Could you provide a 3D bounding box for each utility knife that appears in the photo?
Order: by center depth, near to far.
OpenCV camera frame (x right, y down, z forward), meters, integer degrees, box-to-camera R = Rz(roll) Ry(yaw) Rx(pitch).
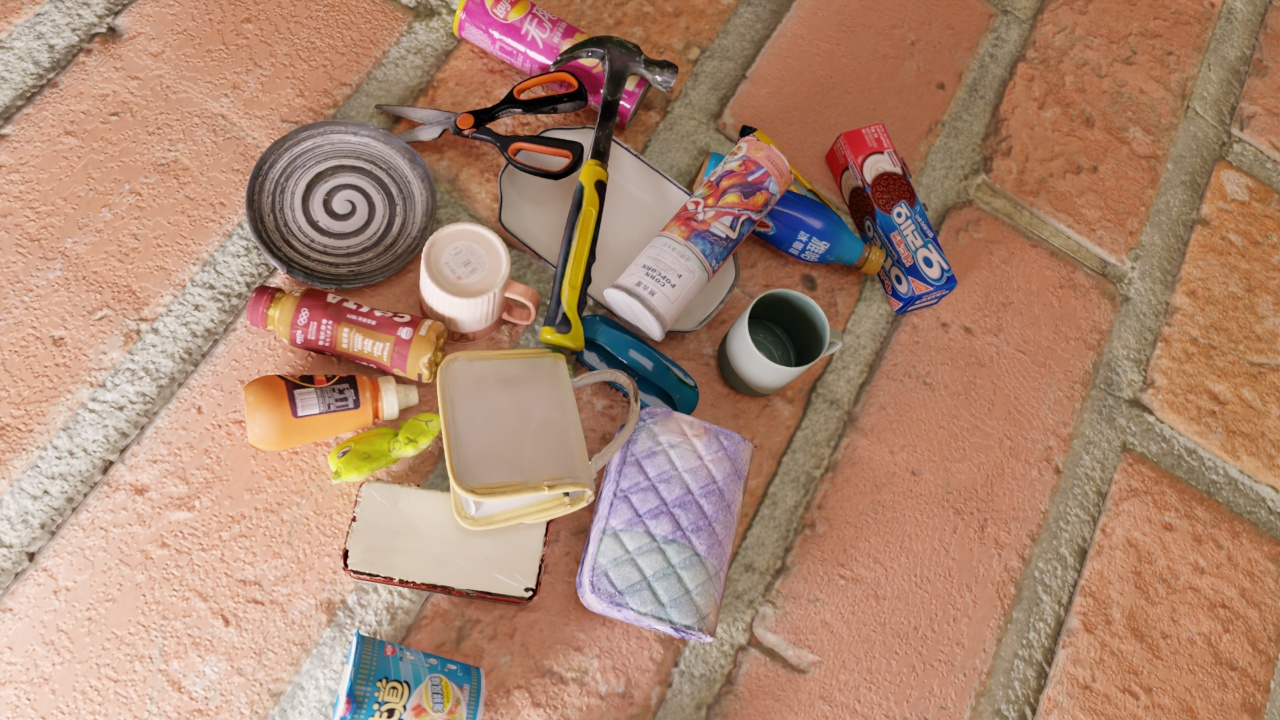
[{"bbox_3d":[0.170,-0.204,1.026,0.168,0.015,0.033,45,71,4],"label":"utility knife"}]

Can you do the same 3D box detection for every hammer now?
[{"bbox_3d":[-0.050,-0.168,0.884,0.126,0.032,0.322,17,74,-20],"label":"hammer"}]

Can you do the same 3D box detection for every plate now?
[{"bbox_3d":[-0.290,-0.150,0.895,0.179,0.024,0.179,3,72,-10],"label":"plate"},{"bbox_3d":[-0.024,-0.130,0.938,0.266,0.034,0.161,37,70,6],"label":"plate"}]

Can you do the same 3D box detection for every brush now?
[{"bbox_3d":[-0.005,0.005,0.883,0.144,0.074,0.055,36,75,1],"label":"brush"}]

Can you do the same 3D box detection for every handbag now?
[{"bbox_3d":[-0.083,0.063,0.805,0.178,0.063,0.163,-6,49,-13],"label":"handbag"},{"bbox_3d":[0.025,0.147,0.842,0.134,0.076,0.193,20,70,-9],"label":"handbag"}]

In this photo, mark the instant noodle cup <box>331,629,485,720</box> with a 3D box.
[{"bbox_3d":[-0.187,0.278,0.743,0.110,0.099,0.099,16,68,-16],"label":"instant noodle cup"}]

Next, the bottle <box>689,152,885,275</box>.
[{"bbox_3d":[0.158,-0.149,0.977,0.218,0.065,0.065,24,68,-3],"label":"bottle"}]

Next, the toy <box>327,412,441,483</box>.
[{"bbox_3d":[-0.228,0.077,0.814,0.100,0.096,0.031,-13,111,12],"label":"toy"}]

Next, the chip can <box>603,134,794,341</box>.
[{"bbox_3d":[0.059,-0.119,0.883,0.071,0.071,0.214,40,74,2],"label":"chip can"}]

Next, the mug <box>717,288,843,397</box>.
[{"bbox_3d":[0.140,-0.014,0.905,0.111,0.106,0.082,-1,71,-13],"label":"mug"}]

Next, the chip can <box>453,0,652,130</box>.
[{"bbox_3d":[-0.090,-0.328,0.979,0.210,0.072,0.071,29,68,-3],"label":"chip can"}]

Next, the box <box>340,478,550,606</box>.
[{"bbox_3d":[-0.165,0.155,0.794,0.168,0.077,0.091,12,70,-10],"label":"box"}]

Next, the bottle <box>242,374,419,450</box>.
[{"bbox_3d":[-0.273,0.039,0.819,0.149,0.067,0.066,-7,73,-23],"label":"bottle"}]

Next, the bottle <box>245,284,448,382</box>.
[{"bbox_3d":[-0.267,-0.028,0.837,0.175,0.057,0.057,15,69,1],"label":"bottle"}]

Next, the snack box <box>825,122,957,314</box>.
[{"bbox_3d":[0.276,-0.157,1.012,0.058,0.057,0.207,-17,77,-15],"label":"snack box"}]

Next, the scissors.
[{"bbox_3d":[-0.156,-0.247,0.936,0.227,0.022,0.197,31,74,13],"label":"scissors"}]

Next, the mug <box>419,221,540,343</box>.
[{"bbox_3d":[-0.150,-0.066,0.856,0.114,0.106,0.081,19,68,-6],"label":"mug"}]
